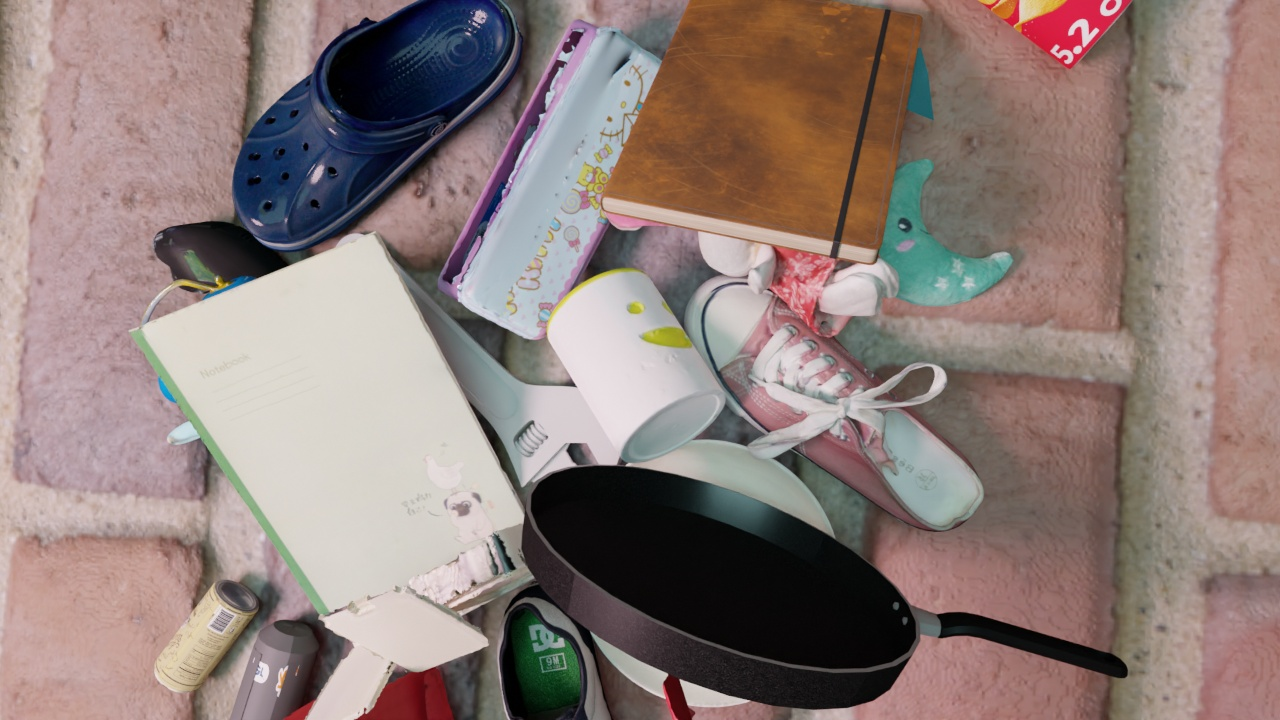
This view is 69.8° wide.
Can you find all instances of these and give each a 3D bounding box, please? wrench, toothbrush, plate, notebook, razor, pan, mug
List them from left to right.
[{"bbox_3d":[-0.293,-0.055,0.693,0.151,0.053,0.067,35,108,0],"label":"razor"},{"bbox_3d":[-0.285,0.027,0.703,0.181,0.016,0.016,-24,85,7],"label":"toothbrush"},{"bbox_3d":[-0.204,0.056,0.637,0.182,0.010,0.253,-20,113,7],"label":"notebook"},{"bbox_3d":[-0.122,-0.005,0.680,0.273,0.018,0.087,44,94,8],"label":"wrench"},{"bbox_3d":[-0.004,0.004,0.616,0.082,0.082,0.106,-35,65,5],"label":"mug"},{"bbox_3d":[0.046,0.146,0.643,0.182,0.034,0.182,0,88,8],"label":"plate"},{"bbox_3d":[0.096,-0.168,0.590,0.178,0.014,0.248,13,54,10],"label":"notebook"},{"bbox_3d":[0.105,0.137,0.519,0.356,0.225,0.034,17,102,-4],"label":"pan"}]

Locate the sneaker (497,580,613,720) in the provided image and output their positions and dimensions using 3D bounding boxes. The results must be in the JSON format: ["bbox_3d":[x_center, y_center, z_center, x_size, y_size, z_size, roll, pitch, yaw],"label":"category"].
[{"bbox_3d":[-0.050,0.273,0.630,0.084,0.079,0.235,-16,87,6],"label":"sneaker"}]

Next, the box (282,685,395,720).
[{"bbox_3d":[-0.298,0.372,0.605,0.325,0.153,0.213,-19,86,-8],"label":"box"}]

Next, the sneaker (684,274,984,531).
[{"bbox_3d":[0.126,0.029,0.609,0.241,0.088,0.118,39,93,6],"label":"sneaker"}]

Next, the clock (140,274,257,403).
[{"bbox_3d":[-0.272,0.005,0.651,0.161,0.060,0.117,36,109,-17],"label":"clock"}]

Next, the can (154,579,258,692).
[{"bbox_3d":[-0.327,0.208,0.690,0.038,0.038,0.079,38,93,7],"label":"can"}]

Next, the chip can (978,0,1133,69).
[{"bbox_3d":[0.224,-0.289,0.614,0.220,0.069,0.069,40,94,7],"label":"chip can"}]

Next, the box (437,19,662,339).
[{"bbox_3d":[-0.063,-0.127,0.636,0.096,0.077,0.214,29,91,35],"label":"box"}]

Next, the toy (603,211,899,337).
[{"bbox_3d":[0.083,-0.086,0.591,0.159,0.084,0.194,-30,53,-15],"label":"toy"}]

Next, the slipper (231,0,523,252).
[{"bbox_3d":[-0.200,-0.185,0.660,0.253,0.095,0.105,-38,86,2],"label":"slipper"}]

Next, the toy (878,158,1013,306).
[{"bbox_3d":[0.195,-0.083,0.633,0.085,0.033,0.105,-34,83,-5],"label":"toy"}]

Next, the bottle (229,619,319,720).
[{"bbox_3d":[-0.274,0.250,0.678,0.047,0.047,0.112,18,90,8],"label":"bottle"}]

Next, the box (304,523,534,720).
[{"bbox_3d":[-0.131,0.166,0.576,0.144,0.191,0.069,-32,76,21],"label":"box"}]
